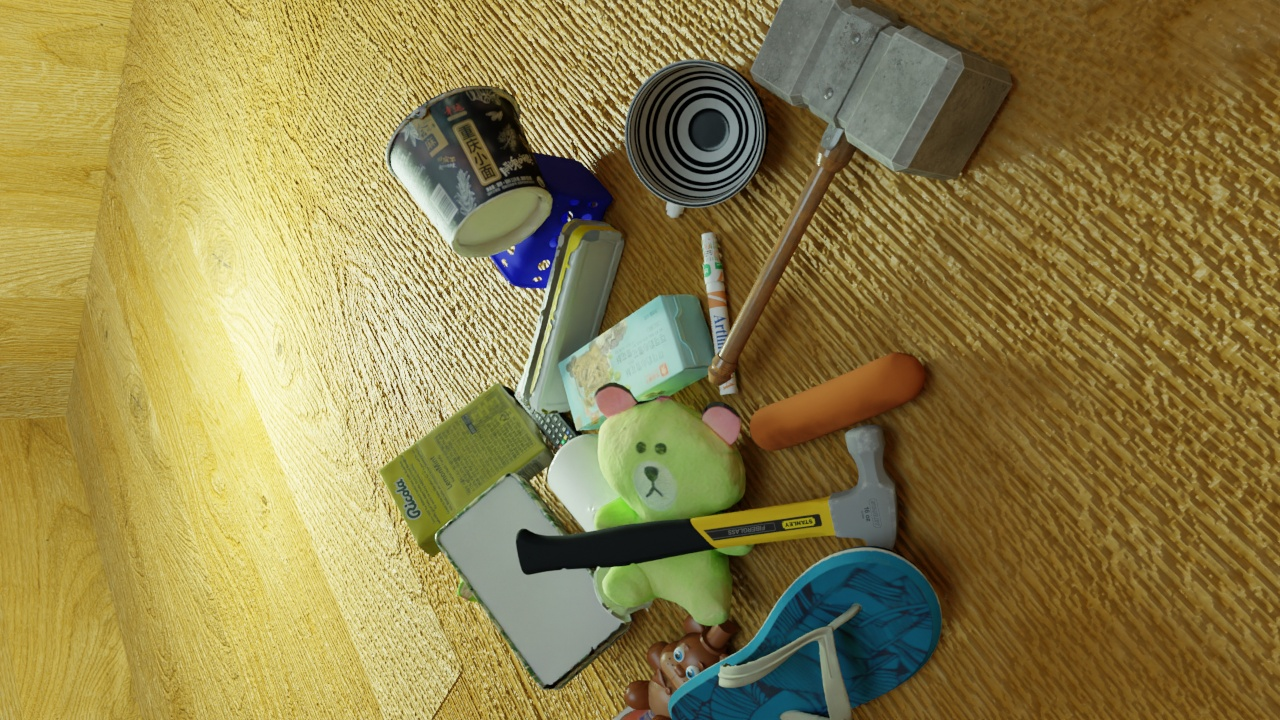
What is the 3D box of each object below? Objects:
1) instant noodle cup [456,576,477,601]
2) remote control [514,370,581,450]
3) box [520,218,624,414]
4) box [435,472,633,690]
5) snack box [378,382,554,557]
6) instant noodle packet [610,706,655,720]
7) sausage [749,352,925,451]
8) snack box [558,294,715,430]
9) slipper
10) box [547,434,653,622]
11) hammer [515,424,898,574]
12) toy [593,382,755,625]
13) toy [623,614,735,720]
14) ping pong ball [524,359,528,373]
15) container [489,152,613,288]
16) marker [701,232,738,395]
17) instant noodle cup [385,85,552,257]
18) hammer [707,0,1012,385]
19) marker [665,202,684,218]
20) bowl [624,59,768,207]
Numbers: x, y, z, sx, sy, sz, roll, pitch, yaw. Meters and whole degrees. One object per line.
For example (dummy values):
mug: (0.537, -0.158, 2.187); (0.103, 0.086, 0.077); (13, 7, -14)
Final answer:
instant noodle cup: (-0.173, 0.205, 1.054); (0.099, 0.098, 0.108); (-52, 48, 36)
remote control: (-0.095, 0.065, 1.005); (0.147, 0.015, 0.033); (46, 123, 32)
box: (-0.072, -0.043, 0.944); (0.037, 0.064, 0.210); (35, 117, 41)
box: (-0.110, 0.225, 0.947); (0.117, 0.051, 0.205); (-41, 73, -5)
snack box: (-0.194, 0.119, 1.038); (0.181, 0.045, 0.121); (-38, 56, -5)
instant noodle packet: (0.004, 0.442, 0.905); (0.221, 0.083, 0.164); (-49, 56, 24)
sausage: (0.149, 0.036, 0.720); (0.165, 0.044, 0.039); (-29, 96, 45)
snack box: (-0.005, 0.005, 0.882); (0.175, 0.053, 0.075); (-31, 70, 45)
slipper: (0.120, 0.252, 0.716); (0.118, 0.060, 0.296); (37, 125, -5)
box: (-0.030, 0.161, 0.900); (0.156, 0.084, 0.126); (43, 122, 41)
hammer: (0.046, 0.141, 0.745); (0.324, 0.029, 0.127); (-12, 92, 19)
toy: (0.031, 0.123, 0.812); (0.150, 0.107, 0.197); (6, 90, 20)
toy: (0.042, 0.288, 0.839); (0.095, 0.065, 0.128); (47, 119, 32)
ping pong ball: (-0.107, 0.011, 1.002); (0.040, 0.040, 0.040); (3, 94, 48)
container: (-0.096, -0.144, 0.950); (0.084, 0.085, 0.114); (51, 126, 32)
marker: (0.070, -0.042, 0.822); (0.017, 0.017, 0.145); (-12, 84, 47)
instant noodle cup: (-0.153, -0.169, 0.862); (0.138, 0.137, 0.112); (-42, 70, 40)
hammer: (0.123, -0.109, 0.711); (0.162, 0.082, 0.318); (47, 124, 36)
marker: (0.047, -0.194, 0.837); (0.017, 0.020, 0.134); (30, 114, 32)
bowl: (0.053, -0.196, 0.787); (0.120, 0.066, 0.120); (5, 109, 16)
